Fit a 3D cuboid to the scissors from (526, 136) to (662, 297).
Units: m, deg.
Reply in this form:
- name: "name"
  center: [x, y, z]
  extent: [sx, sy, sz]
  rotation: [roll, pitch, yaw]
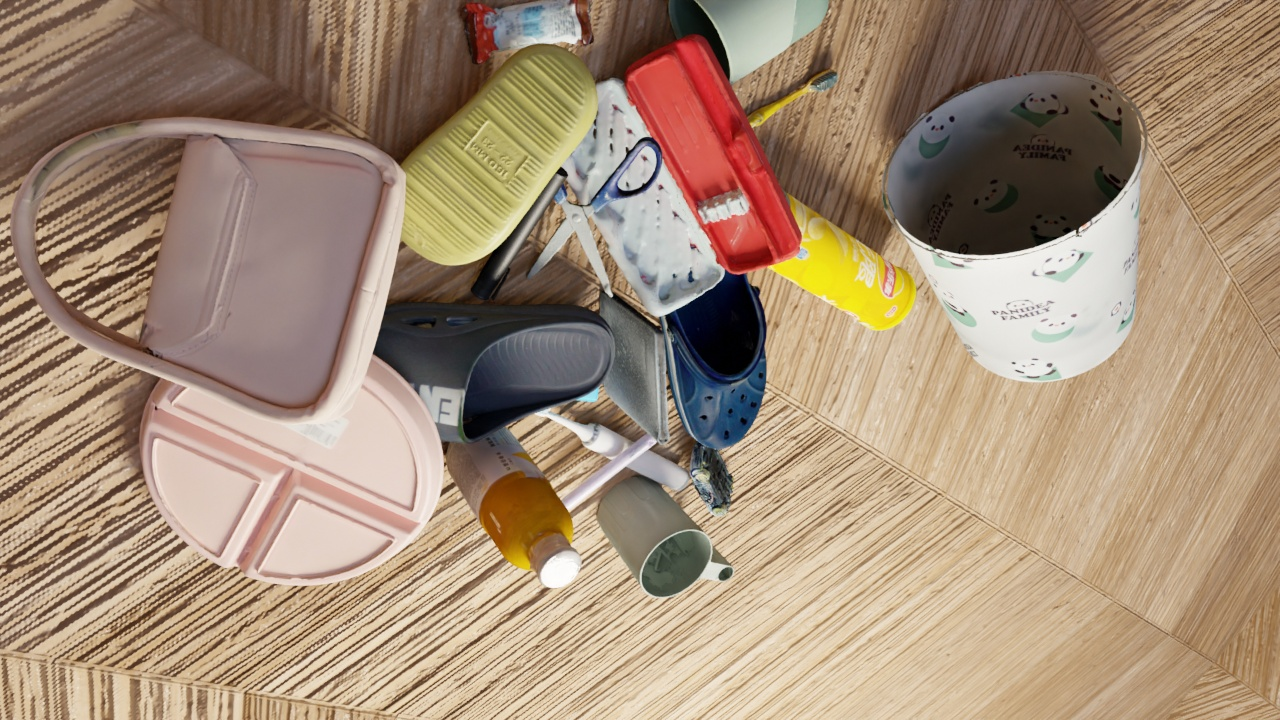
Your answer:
- name: "scissors"
  center: [-0.049, -0.129, 0.747]
  extent: [0.163, 0.012, 0.176]
  rotation: [-23, 116, 23]

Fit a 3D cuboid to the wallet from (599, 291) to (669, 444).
- name: "wallet"
  center: [-0.005, 0.005, 0.834]
  extent: [0.019, 0.097, 0.121]
  rotation: [-21, 126, -25]

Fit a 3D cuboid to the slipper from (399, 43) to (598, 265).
- name: "slipper"
  center: [-0.104, -0.151, 0.687]
  extent: [0.191, 0.081, 0.091]
  rotation: [-42, 95, 18]

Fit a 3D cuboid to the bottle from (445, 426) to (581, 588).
- name: "bottle"
  center: [-0.107, 0.121, 0.780]
  extent: [0.068, 0.189, 0.068]
  rotation: [-16, 124, -25]

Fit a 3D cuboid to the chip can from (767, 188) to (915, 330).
- name: "chip can"
  center: [0.185, -0.098, 0.907]
  extent: [0.213, 0.072, 0.072]
  rotation: [24, 103, -38]

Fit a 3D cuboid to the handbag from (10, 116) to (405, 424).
- name: "handbag"
  center: [-0.284, -0.071, 0.600]
  extent: [0.234, 0.093, 0.193]
  rotation: [14, 87, -14]

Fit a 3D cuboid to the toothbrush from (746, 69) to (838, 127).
- name: "toothbrush"
  center: [0.102, -0.213, 0.822]
  extent: [0.191, 0.018, 0.016]
  rotation: [-32, 127, -11]

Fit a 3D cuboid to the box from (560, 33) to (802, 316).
- name: "box"
  center: [0.029, -0.147, 0.757]
  extent: [0.161, 0.060, 0.201]
  rotation: [-23, 114, 19]

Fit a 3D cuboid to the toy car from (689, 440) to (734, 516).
- name: "toy car"
  center: [0.074, 0.125, 0.988]
  extent: [0.031, 0.048, 0.106]
  rotation: [-3, 136, 24]

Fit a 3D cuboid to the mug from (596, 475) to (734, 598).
- name: "mug"
  center: [0.027, 0.185, 0.956]
  extent: [0.123, 0.103, 0.084]
  rotation: [21, 104, -39]

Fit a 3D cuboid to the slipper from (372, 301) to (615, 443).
- name: "slipper"
  center: [-0.137, 0.010, 0.752]
  extent: [0.267, 0.083, 0.111]
  rotation: [-7, 116, -23]

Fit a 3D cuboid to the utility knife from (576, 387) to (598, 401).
- name: "utility knife"
  center: [-0.119, 0.013, 0.822]
  extent: [0.191, 0.018, 0.034]
  rotation: [8, 113, -33]

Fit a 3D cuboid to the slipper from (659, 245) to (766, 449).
- name: "slipper"
  center: [0.079, -0.020, 0.876]
  extent: [0.105, 0.095, 0.253]
  rotation: [-25, 123, -14]

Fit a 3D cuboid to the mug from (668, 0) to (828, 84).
- name: "mug"
  center: [0.081, -0.293, 0.730]
  extent: [0.106, 0.082, 0.112]
  rotation: [-35, 99, -9]

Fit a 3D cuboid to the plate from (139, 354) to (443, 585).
- name: "plate"
  center: [-0.270, 0.084, 0.710]
  extent: [0.229, 0.028, 0.230]
  rotation: [-2, 115, -4]

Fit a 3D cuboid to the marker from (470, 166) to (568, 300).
- name: "marker"
  center: [-0.099, -0.102, 0.744]
  extent: [0.022, 0.020, 0.132]
  rotation: [29, 117, -15]

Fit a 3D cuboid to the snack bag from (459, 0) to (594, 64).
- name: "snack bag"
  center: [-0.082, -0.251, 0.684]
  extent: [0.105, 0.026, 0.045]
  rotation: [-19, 116, -22]

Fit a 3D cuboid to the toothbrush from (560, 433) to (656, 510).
- name: "toothbrush"
  center: [-0.060, 0.129, 0.903]
  extent: [0.189, 0.021, 0.029]
  rotation: [-36, 130, 5]

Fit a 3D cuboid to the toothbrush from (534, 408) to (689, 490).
- name: "toothbrush"
  center: [-0.030, 0.083, 0.912]
  extent: [0.026, 0.026, 0.221]
  rotation: [-41, 132, 21]

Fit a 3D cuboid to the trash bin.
- name: "trash bin"
  center: [0.393, -0.118, 0.931]
  extent: [0.229, 0.229, 0.252]
  rotation: [-43, 135, -2]
